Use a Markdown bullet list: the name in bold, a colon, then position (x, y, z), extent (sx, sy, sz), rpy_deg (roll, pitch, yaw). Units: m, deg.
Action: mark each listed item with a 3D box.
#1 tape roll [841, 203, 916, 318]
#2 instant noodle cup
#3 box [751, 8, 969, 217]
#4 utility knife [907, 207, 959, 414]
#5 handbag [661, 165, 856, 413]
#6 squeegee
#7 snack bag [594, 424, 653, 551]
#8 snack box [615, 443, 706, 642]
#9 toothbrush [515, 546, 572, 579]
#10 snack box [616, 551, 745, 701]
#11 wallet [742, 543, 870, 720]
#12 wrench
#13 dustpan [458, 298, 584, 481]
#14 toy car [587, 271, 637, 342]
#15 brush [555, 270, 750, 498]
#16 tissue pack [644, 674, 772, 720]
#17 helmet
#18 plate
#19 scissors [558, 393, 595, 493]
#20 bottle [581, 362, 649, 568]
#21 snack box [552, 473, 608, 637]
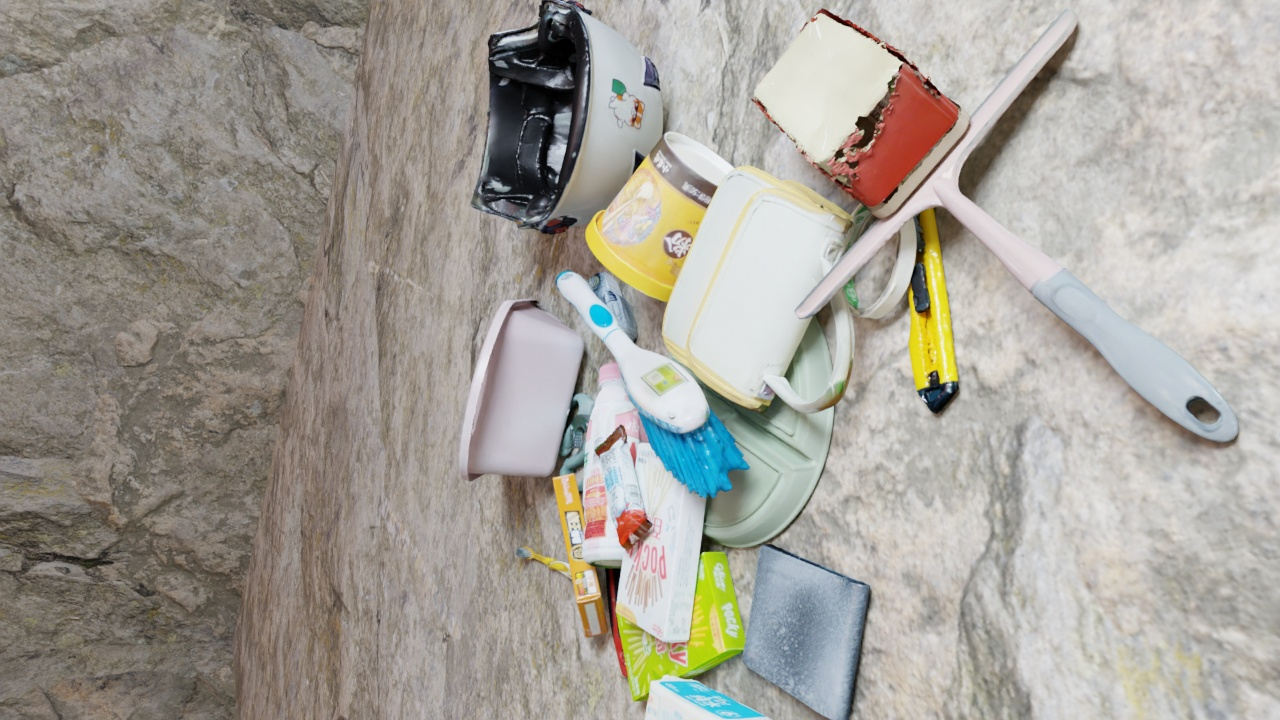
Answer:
- **tape roll**: position (0.164, -0.072, 0.646), extent (0.086, 0.014, 0.086), rpy_deg (-175, 91, -73)
- **instant noodle cup**: position (0.030, -0.130, 0.817), extent (0.115, 0.118, 0.118), rpy_deg (-54, 39, 26)
- **box**: position (0.136, -0.176, 0.626), extent (0.091, 0.080, 0.168), rpy_deg (-50, 27, 19)
- **utility knife**: position (0.188, -0.060, 0.618), extent (0.033, 0.015, 0.195), rpy_deg (-27, 59, 53)
- **handbag**: position (0.098, -0.044, 0.682), extent (0.179, 0.063, 0.163), rpy_deg (45, 118, 48)
- **squeegee**: position (0.222, -0.047, 0.507), extent (0.248, 0.040, 0.249), rpy_deg (-50, 49, 20)
- **snack bag**: position (-0.016, 0.111, 0.809), extent (0.048, 0.026, 0.104), rpy_deg (-48, 42, 35)
- **snack box**: position (0.019, 0.154, 0.794), extent (0.085, 0.026, 0.156), rpy_deg (6, 88, 60)
- **toothbrush**: position (-0.100, 0.232, 1.042), extent (0.192, 0.018, 0.016), rpy_deg (-1, 84, 60)
- **snack box**: position (0.032, 0.236, 0.806), extent (0.157, 0.026, 0.085), rpy_deg (-46, 46, 45)
- **wallet**: position (0.119, 0.196, 0.677), extent (0.121, 0.019, 0.097), rpy_deg (8, 88, 61)
- **wrench**: position (-0.034, 0.179, 0.929), extent (0.056, 0.016, 0.273), rpy_deg (-42, 53, 48)
- **dustpan**: position (-0.168, 0.027, 1.066), extent (0.274, 0.138, 0.222), rpy_deg (12, 89, 63)
- **toy car**: position (-0.029, -0.054, 0.967), extent (0.034, 0.043, 0.090), rpy_deg (-28, 58, 23)
- **brush**: position (-0.005, 0.005, 0.797), extent (0.109, 0.060, 0.314), rpy_deg (62, 172, -27)
- **tissue pack**: position (0.054, 0.308, 0.713), extent (0.140, 0.063, 0.090), rpy_deg (1, 82, 59)
- **helmet**: position (-0.062, -0.239, 0.952), extent (0.274, 0.156, 0.230), rpy_deg (7, 93, 56)
- **plate**: position (0.076, 0.042, 0.776), extent (0.231, 0.027, 0.230), rpy_deg (-20, 66, 56)
- **scissors**: position (-0.058, 0.056, 1.015), extent (0.186, 0.019, 0.132), rpy_deg (-65, 34, 24)
- **bottle**: position (-0.021, 0.100, 0.895), extent (0.068, 0.068, 0.196), rpy_deg (-31, 53, 54)
- **snack box**: position (-0.062, 0.197, 0.938), extent (0.075, 0.026, 0.153), rpy_deg (85, 171, -45)
